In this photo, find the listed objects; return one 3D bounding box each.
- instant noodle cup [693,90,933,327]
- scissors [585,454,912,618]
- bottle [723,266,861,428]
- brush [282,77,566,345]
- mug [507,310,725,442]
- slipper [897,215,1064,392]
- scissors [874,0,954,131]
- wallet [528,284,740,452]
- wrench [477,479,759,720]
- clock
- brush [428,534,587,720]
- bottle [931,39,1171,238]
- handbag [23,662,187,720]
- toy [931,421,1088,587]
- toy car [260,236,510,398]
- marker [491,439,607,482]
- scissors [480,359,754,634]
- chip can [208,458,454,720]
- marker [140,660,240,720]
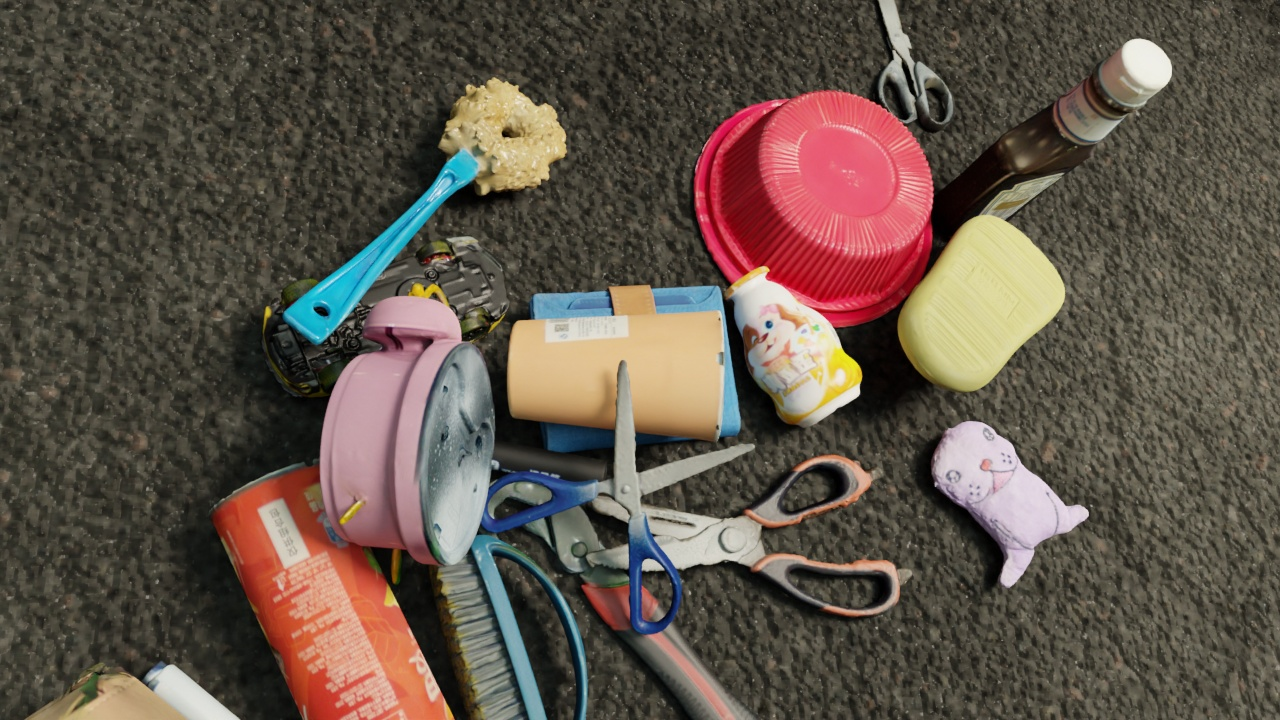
[{"bbox_3d":[0.139,-0.123,0.668,0.193,0.066,0.193,4,72,-13],"label":"instant noodle cup"},{"bbox_3d":[0.077,0.109,0.593,0.196,0.015,0.215,47,65,2],"label":"scissors"},{"bbox_3d":[0.099,-0.010,0.620,0.063,0.063,0.108,-30,81,-22],"label":"bottle"},{"bbox_3d":[-0.129,-0.098,0.573,0.083,0.046,0.253,41,52,-9],"label":"brush"},{"bbox_3d":[-0.014,0.007,0.543,0.123,0.078,0.078,2,70,-1],"label":"mug"},{"bbox_3d":[0.226,-0.035,0.651,0.091,0.082,0.190,51,50,2],"label":"slipper"},{"bbox_3d":[0.224,-0.267,0.770,0.136,0.014,0.174,29,64,-2],"label":"scissors"},{"bbox_3d":[-0.004,0.004,0.604,0.133,0.040,0.106,-4,77,-16],"label":"wallet"},{"bbox_3d":[0.005,0.171,0.558,0.273,0.016,0.056,45,71,4],"label":"wrench"},{"bbox_3d":[-0.119,0.031,0.496,0.060,0.117,0.158,3,58,8],"label":"clock"},{"bbox_3d":[-0.069,0.166,0.519,0.073,0.055,0.143,-17,76,-19],"label":"brush"},{"bbox_3d":[0.283,-0.149,0.642,0.079,0.195,0.044,-17,76,-19],"label":"bottle"},{"bbox_3d":[-0.229,0.246,0.415,0.204,0.100,0.148,36,92,0],"label":"handbag"},{"bbox_3d":[0.245,0.092,0.635,0.083,0.039,0.108,-39,86,-14],"label":"toy"},{"bbox_3d":[-0.154,-0.026,0.571,0.155,0.041,0.071,-24,79,-27],"label":"toy car"},{"bbox_3d":[-0.086,0.057,0.563,0.132,0.020,0.022,12,68,-1],"label":"marker"},{"bbox_3d":[-0.011,0.084,0.526,0.173,0.012,0.162,-20,102,17],"label":"scissors"},{"bbox_3d":[-0.154,0.162,0.490,0.073,0.073,0.216,-26,80,-21],"label":"chip can"},{"bbox_3d":[-0.212,0.208,0.489,0.130,0.018,0.022,38,76,0],"label":"marker"}]
